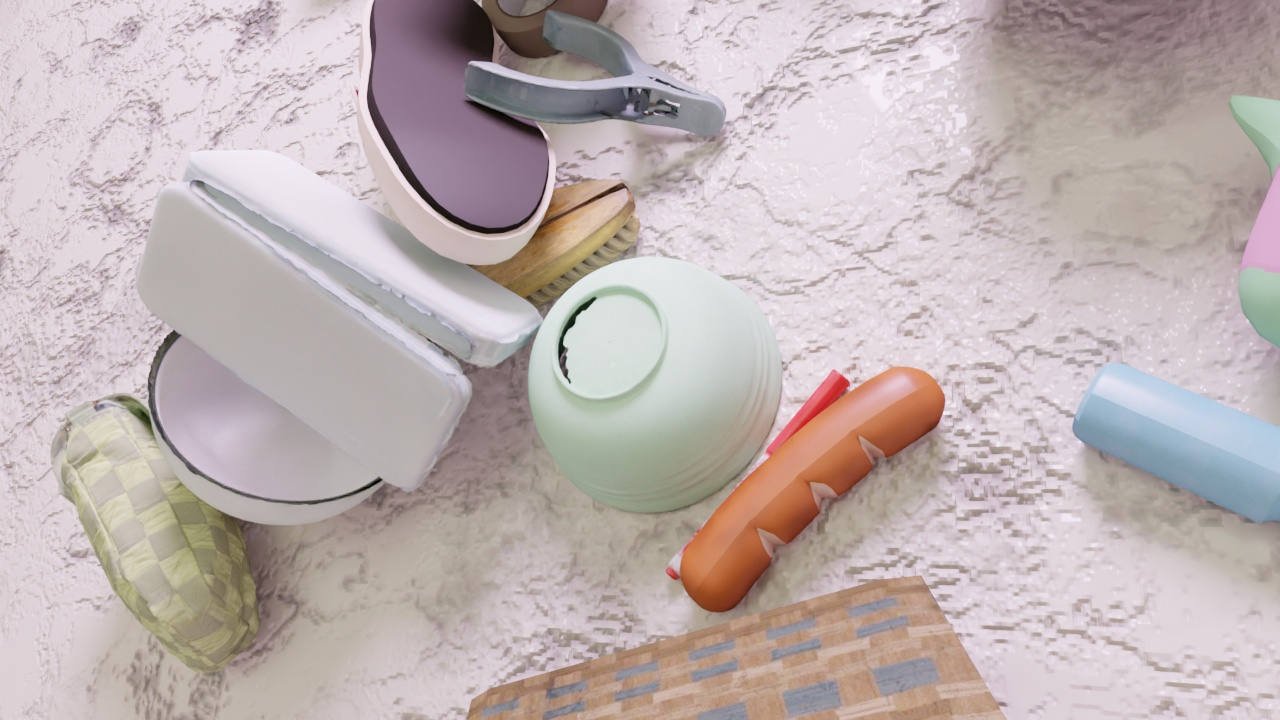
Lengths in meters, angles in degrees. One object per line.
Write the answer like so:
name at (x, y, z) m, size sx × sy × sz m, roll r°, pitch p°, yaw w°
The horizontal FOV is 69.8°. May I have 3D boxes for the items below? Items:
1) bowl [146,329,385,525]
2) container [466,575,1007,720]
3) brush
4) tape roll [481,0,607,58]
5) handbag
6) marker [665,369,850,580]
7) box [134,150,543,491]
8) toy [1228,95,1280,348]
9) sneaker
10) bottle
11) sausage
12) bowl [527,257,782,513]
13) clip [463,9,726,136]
bowl at (-0.220, 0.039, 0.566) m, size 0.073 × 0.153 × 0.153 m, roll -56°, pitch 48°, yaw 42°
container at (0.047, 0.214, 0.356) m, size 0.250 × 0.157 × 0.186 m, roll -21°, pitch 51°, yaw 17°
brush at (-0.088, -0.059, 0.596) m, size 0.196 × 0.043 × 0.059 m, roll -26°, pitch 61°, yaw 15°
tape roll at (-0.071, -0.275, 0.687) m, size 0.094 × 0.030 × 0.093 m, roll -10°, pitch 65°, yaw 22°
handbag at (-0.291, 0.100, 0.600) m, size 0.116 × 0.113 × 0.186 m, roll -33°, pitch 63°, yaw -17°
marker at (0.062, 0.062, 0.493) m, size 0.142 × 0.013 × 0.013 m, roll -49°, pitch 57°, yaw 0°
box at (-0.171, -0.040, 0.536) m, size 0.210 × 0.105 × 0.130 m, roll 37°, pitch 116°, yaw 2°
toy at (0.348, -0.042, 0.347) m, size 0.222 × 0.120 × 0.171 m, roll 6°, pitch 82°, yaw 29°
sneaker at (-0.142, -0.139, 0.609) m, size 0.117 × 0.111 × 0.293 m, roll -65°, pitch 35°, yaw 37°
bottle at (0.256, 0.044, 0.390) m, size 0.130 × 0.040 × 0.040 m, roll 29°, pitch 83°, yaw 32°
sausage at (0.084, 0.062, 0.465) m, size 0.164 × 0.039 × 0.044 m, roll -43°, pitch 74°, yaw 4°
bowl at (-0.003, 0.003, 0.511) m, size 0.151 × 0.077 × 0.150 m, roll -10°, pitch 65°, yaw 21°
clip at (-0.046, -0.175, 0.577) m, size 0.169 × 0.031 × 0.164 m, roll 37°, pitch 44°, yaw 28°
